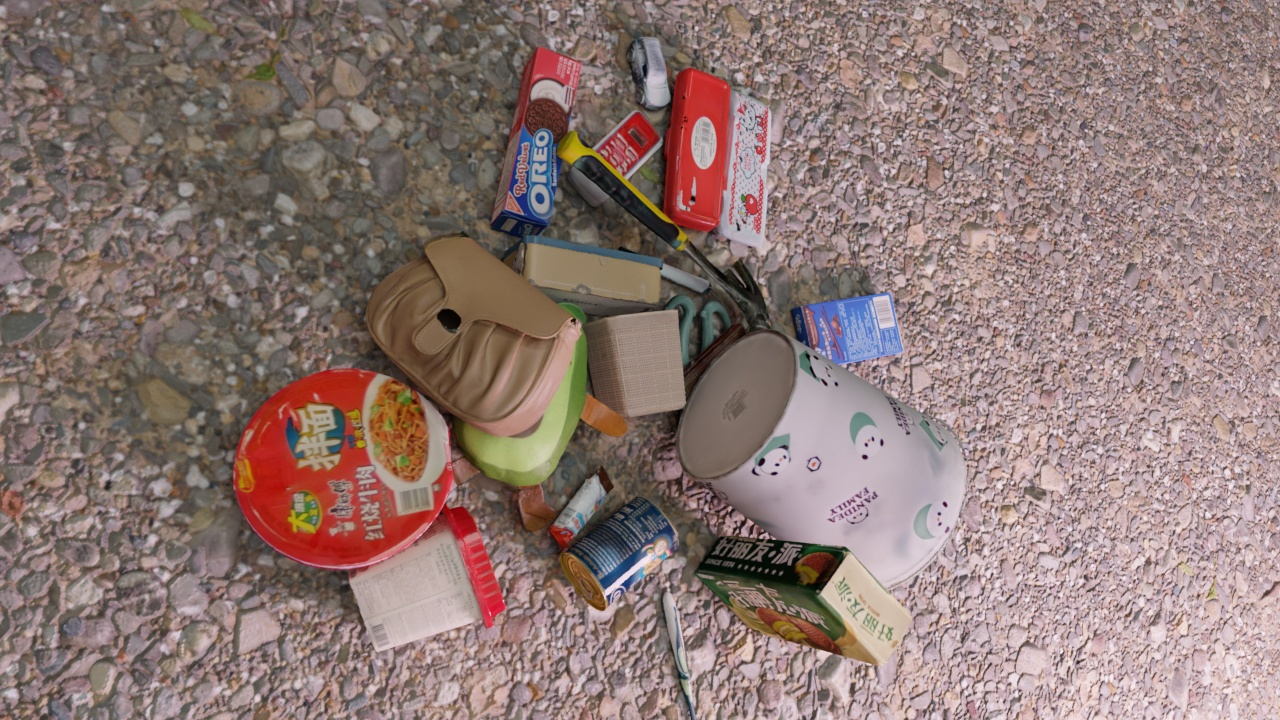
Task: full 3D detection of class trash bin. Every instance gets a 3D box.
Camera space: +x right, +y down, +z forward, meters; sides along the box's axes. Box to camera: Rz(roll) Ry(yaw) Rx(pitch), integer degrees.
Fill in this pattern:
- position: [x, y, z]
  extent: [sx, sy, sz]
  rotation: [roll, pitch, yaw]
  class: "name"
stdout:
- position: [0.192, 0.104, 1.023]
  extent: [0.252, 0.230, 0.229]
  rotation: [33, 68, -25]
  class: "trash bin"

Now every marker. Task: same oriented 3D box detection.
- position: [0.028, -0.108, 1.105]
  extent: [0.130, 0.023, 0.018]
  rotation: [19, 84, -26]
  class: "marker"

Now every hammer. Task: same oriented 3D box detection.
- position: [0.033, -0.146, 1.055]
  extent: [0.323, 0.032, 0.126]
  rotation: [39, 27, -22]
  class: "hammer"

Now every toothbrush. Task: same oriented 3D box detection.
- position: [0.052, 0.357, 1.043]
  extent: [0.016, 0.018, 0.191]
  rotation: [-11, 87, -28]
  class: "toothbrush"

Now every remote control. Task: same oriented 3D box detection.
- position: [-0.029, -0.242, 1.097]
  extent: [0.056, 0.020, 0.135]
  rotation: [48, 64, -13]
  class: "remote control"

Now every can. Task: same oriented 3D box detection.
- position: [-0.022, 0.207, 0.996]
  extent: [0.111, 0.075, 0.075]
  rotation: [-35, 98, -28]
  class: "can"

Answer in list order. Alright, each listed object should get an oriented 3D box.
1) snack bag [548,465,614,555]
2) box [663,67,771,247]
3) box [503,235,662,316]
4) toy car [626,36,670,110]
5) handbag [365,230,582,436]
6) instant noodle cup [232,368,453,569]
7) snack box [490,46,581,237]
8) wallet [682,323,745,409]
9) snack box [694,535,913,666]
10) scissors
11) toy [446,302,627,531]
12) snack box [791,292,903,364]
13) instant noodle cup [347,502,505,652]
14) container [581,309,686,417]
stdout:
- position: [-0.066, 0.164, 1.005]
  extent: [0.105, 0.026, 0.045]
  rotation: [-51, 138, -27]
  class: "snack bag"
- position: [0.103, -0.254, 1.156]
  extent: [0.157, 0.038, 0.200]
  rotation: [11, 78, -28]
  class: "box"
- position: [-0.059, -0.089, 1.019]
  extent: [0.184, 0.090, 0.059]
  rotation: [5, 79, -29]
  class: "box"
- position: [0.014, -0.354, 1.130]
  extent: [0.042, 0.034, 0.090]
  rotation: [-10, 88, -32]
  class: "toy car"
- position: [-0.163, -0.029, 0.880]
  extent: [0.204, 0.100, 0.147]
  rotation: [37, 84, 20]
  class: "handbag"
- position: [-0.276, 0.107, 0.866]
  extent: [0.193, 0.066, 0.193]
  rotation: [6, 63, -12]
  class: "instant noodle cup"
- position: [-0.118, -0.242, 1.030]
  extent: [0.057, 0.058, 0.207]
  rotation: [16, 75, -22]
  class: "snack box"
- position: [0.099, 0.030, 1.097]
  extent: [0.124, 0.032, 0.101]
  rotation: [-42, 117, -27]
  class: "wallet"
- position: [0.168, 0.253, 0.994]
  extent: [0.114, 0.241, 0.063]
  rotation: [47, 67, -14]
  class: "snack box"
- position: [0.051, 0.007, 1.094]
  extent: [0.139, 0.019, 0.179]
  rotation: [21, 79, -34]
  class: "scissors"
- position: [-0.124, 0.047, 0.956]
  extent: [0.227, 0.090, 0.246]
  rotation: [19, 83, -15]
  class: "toy"
- position: [0.276, -0.039, 1.217]
  extent: [0.156, 0.026, 0.084]
  rotation: [-10, 86, -28]
  class: "snack box"
- position: [-0.208, 0.212, 0.882]
  extent: [0.124, 0.116, 0.116]
  rotation: [-20, 97, -18]
  class: "instant noodle cup"
- position: [-0.006, 0.006, 1.031]
  extent: [0.089, 0.090, 0.111]
  rotation: [-7, 88, -29]
  class: "container"
